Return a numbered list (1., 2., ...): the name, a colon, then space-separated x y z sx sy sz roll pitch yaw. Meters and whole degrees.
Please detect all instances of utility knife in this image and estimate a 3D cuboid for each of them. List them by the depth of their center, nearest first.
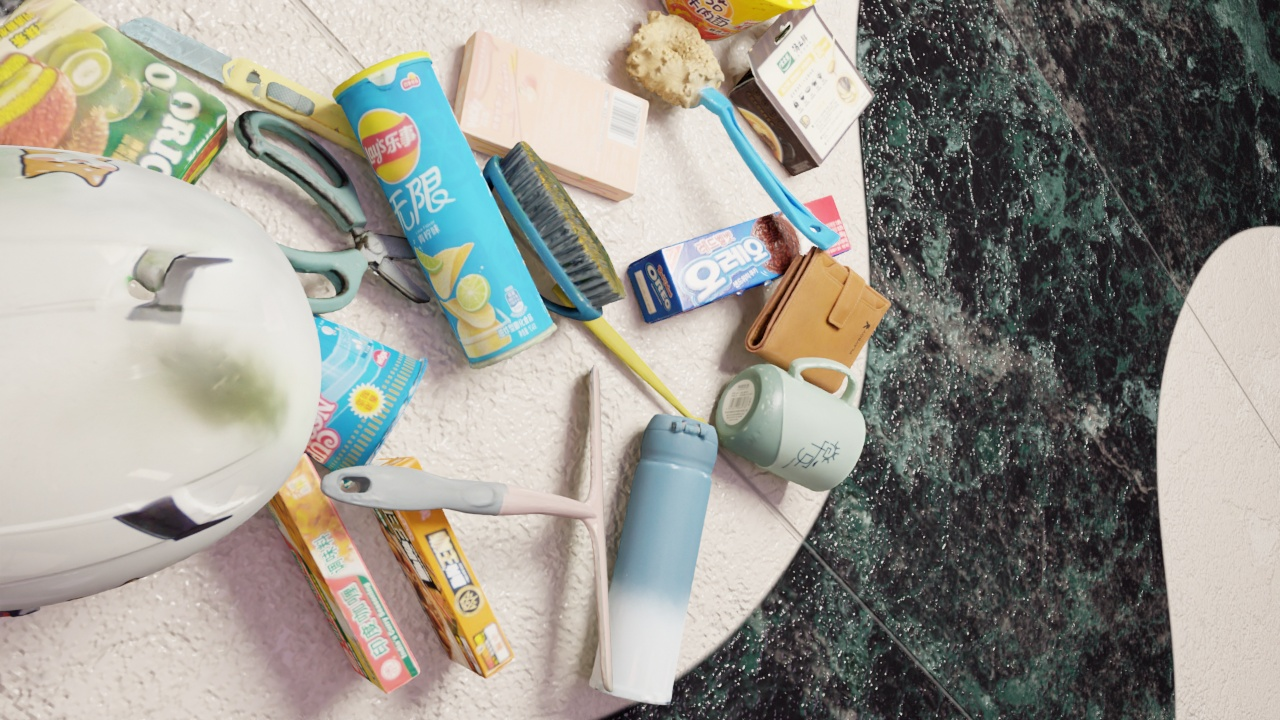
1. utility knife: -0.242 -0.177 0.631 0.212 0.022 0.031 23 71 -24

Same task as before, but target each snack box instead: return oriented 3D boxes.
1. snack box: -0.346 -0.076 0.504 0.114 0.063 0.239 34 73 -17
2. snack box: -0.196 0.133 0.584 0.027 0.077 0.156 -30 100 -30
3. snack box: -0.140 0.137 0.619 0.026 0.075 0.154 -29 100 -31
4. snack box: -0.069 -0.191 0.730 0.157 0.026 0.084 15 77 -30
5. snack box: 0.090 -0.089 0.800 0.207 0.057 0.058 -22 93 -31
6. snack box: 0.149 -0.258 0.857 0.125 0.053 0.113 47 63 -18

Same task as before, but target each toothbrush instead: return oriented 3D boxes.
1. toothbrush: -0.004 0.004 0.755 0.190 0.017 0.015 46 65 -18

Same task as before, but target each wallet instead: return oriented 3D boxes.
1. wallet: 0.159 -0.033 0.813 0.131 0.031 0.108 27 97 -45

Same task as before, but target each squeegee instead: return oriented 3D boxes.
1. squeegee: -0.092 0.094 0.602 0.249 0.040 0.247 18 62 -48

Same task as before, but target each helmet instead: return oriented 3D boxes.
1. helmet: -0.270 0.014 0.416 0.273 0.157 0.230 -9 103 -40

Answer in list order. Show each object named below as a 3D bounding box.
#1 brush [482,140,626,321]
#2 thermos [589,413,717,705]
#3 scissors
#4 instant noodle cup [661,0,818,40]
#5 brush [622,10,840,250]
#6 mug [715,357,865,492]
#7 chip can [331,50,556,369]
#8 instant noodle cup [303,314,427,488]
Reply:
1. brush: -0.075 -0.090 0.692 0.073 0.055 0.144 -32 97 11
2. thermos: 0.014 0.150 0.719 0.070 0.070 0.220 19 75 -29
3. scissors: -0.215 -0.100 0.608 0.170 0.019 0.181 -13 73 -59
4. instant noodle cup: 0.084 -0.349 0.794 0.137 0.110 0.138 4 82 -31
5. brush: 0.077 -0.192 0.771 0.254 0.046 0.083 51 49 4
6. mug: 0.133 0.045 0.784 0.106 0.082 0.112 27 107 -23
7. chip can: -0.134 -0.102 0.642 0.071 0.071 0.210 -32 104 -31
8. instant noodle cup: -0.209 0.013 0.587 0.110 0.099 0.099 32 68 -16
